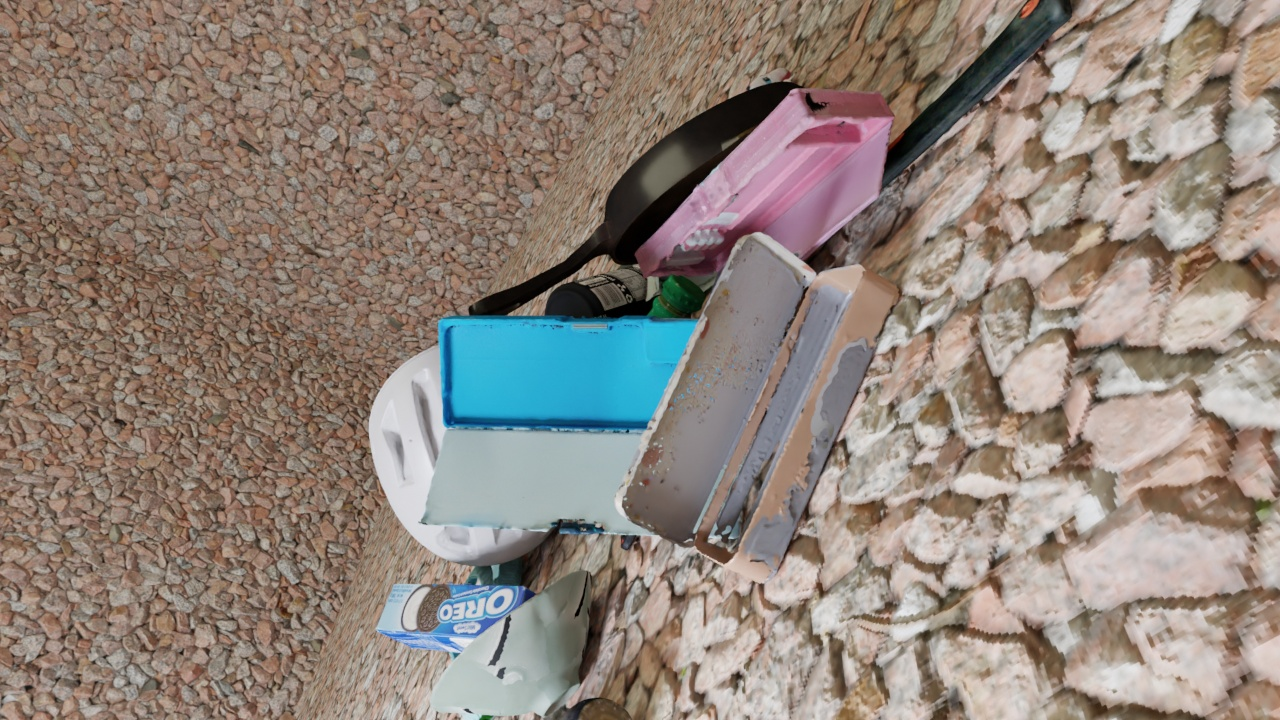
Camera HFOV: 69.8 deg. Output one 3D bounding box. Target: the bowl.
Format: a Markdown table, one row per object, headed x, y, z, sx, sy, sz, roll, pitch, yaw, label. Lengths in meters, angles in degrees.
| x | y | z | sx | sy | sz | roll | pitch | yaw | label |
| --- | --- | --- | --- | --- | --- | --- | --- | --- | --- |
| -0.086 | 0.258 | 0.767 | 0.174 | 0.068 | 0.174 | -36 | -22 | -18 | bowl |

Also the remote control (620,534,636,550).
| x | y | z | sx | sy | sz | roll | pitch | yaw | label |
| --- | --- | --- | --- | --- | --- | --- | --- | --- | --- |
| 0.017 | 0.100 | 0.803 | 0.141 | 0.021 | 0.045 | -63 | 7 | 14 | remote control |

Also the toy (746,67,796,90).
| x | y | z | sx | sy | sz | roll | pitch | yaw | label |
| --- | --- | --- | --- | --- | --- | --- | --- | --- | --- |
| 0.144 | -0.298 | 1.017 | 0.065 | 0.050 | 0.102 | -53 | 23 | 18 | toy |

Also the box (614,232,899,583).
| x | y | z | sx | sy | sz | roll | pitch | yaw | label |
| --- | --- | --- | --- | --- | --- | --- | --- | --- | --- |
| 0.085 | 0.030 | 0.603 | 0.108 | 0.095 | 0.216 | 17 | 78 | 49 | box |

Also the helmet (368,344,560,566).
| x | y | z | sx | sy | sz | roll | pitch | yaw | label |
| --- | --- | --- | --- | --- | --- | --- | --- | --- | --- |
| -0.178 | 0.100 | 1.027 | 0.184 | 0.223 | 0.283 | 38 | 136 | 52 | helmet |

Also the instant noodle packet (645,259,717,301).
| x | y | z | sx | sy | sz | roll | pitch | yaw | label |
| --- | --- | --- | --- | --- | --- | --- | --- | --- | --- |
| 0.068 | -0.169 | 1.044 | 0.147 | 0.057 | 0.268 | -33 | 25 | 26 | instant noodle packet |

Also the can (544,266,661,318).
| x | y | z | sx | sy | sz | roll | pitch | yaw | label |
| --- | --- | --- | --- | --- | --- | --- | --- | --- | --- |
| -0.033 | -0.056 | 1.002 | 0.145 | 0.080 | 0.080 | -23 | -25 | -53 | can |

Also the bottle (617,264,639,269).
| x | y | z | sx | sy | sz | roll | pitch | yaw | label |
| --- | --- | --- | --- | --- | --- | --- | --- | --- | --- |
| -0.011 | -0.089 | 1.139 | 0.109 | 0.060 | 0.060 | -46 | 22 | 47 | bottle |

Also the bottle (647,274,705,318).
| x | y | z | sx | sy | sz | roll | pitch | yaw | label |
| --- | --- | --- | --- | --- | --- | --- | --- | --- | --- |
| -0.006 | 0.006 | 0.946 | 0.210 | 0.068 | 0.068 | -56 | 16 | 24 | bottle |

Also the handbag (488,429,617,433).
| x | y | z | sx | sy | sz | roll | pitch | yaw | label |
| --- | --- | --- | --- | --- | --- | --- | --- | --- | --- |
| -0.086 | 0.052 | 0.835 | 0.195 | 0.198 | 0.101 | 160 | 133 | -82 | handbag |

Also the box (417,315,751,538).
| x | y | z | sx | sy | sz | roll | pitch | yaw | label |
| --- | --- | --- | --- | --- | --- | --- | --- | --- | --- |
| -0.038 | 0.048 | 0.700 | 0.063 | 0.244 | 0.174 | 53 | -141 | -72 | box |

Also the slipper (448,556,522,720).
| x | y | z | sx | sy | sz | roll | pitch | yaw | label |
| --- | --- | --- | --- | --- | --- | --- | --- | --- | --- |
| -0.184 | 0.301 | 1.040 | 0.116 | 0.069 | 0.276 | -62 | 15 | 15 | slipper |

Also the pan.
| x | y | z | sx | sy | sz | roll | pitch | yaw | label |
| --- | --- | --- | --- | --- | --- | --- | --- | --- | --- |
| 0.008 | -0.131 | 0.782 | 0.355 | 0.043 | 0.249 | -29 | -8 | -8 | pan |

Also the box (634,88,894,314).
| x | y | z | sx | sy | sz | roll | pitch | yaw | label |
| --- | --- | --- | --- | --- | --- | --- | --- | --- | --- |
| 0.099 | -0.101 | 0.710 | 0.233 | 0.099 | 0.098 | -39 | 65 | 50 | box |

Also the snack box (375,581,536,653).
| x | y | z | sx | sy | sz | roll | pitch | yaw | label |
| --- | --- | --- | --- | --- | --- | --- | --- | --- | --- |
| -0.183 | 0.268 | 0.949 | 0.227 | 0.059 | 0.059 | -10 | 50 | 41 | snack box |

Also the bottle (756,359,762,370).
| x | y | z | sx | sy | sz | roll | pitch | yaw | label |
| --- | --- | --- | --- | --- | --- | --- | --- | --- | --- |
| 0.066 | 0.005 | 0.764 | 0.042 | 0.042 | 0.110 | -66 | 14 | -12 | bottle |

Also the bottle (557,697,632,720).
| x | y | z | sx | sy | sz | roll | pitch | yaw | label |
| --- | --- | --- | --- | --- | --- | --- | --- | --- | --- |
| -0.061 | 0.296 | 0.657 | 0.161 | 0.056 | 0.056 | -51 | 19 | 36 | bottle |

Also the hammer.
| x | y | z | sx | sy | sz | roll | pitch | yaw | label |
| --- | --- | --- | --- | --- | --- | --- | --- | --- | --- |
| 0.174 | -0.137 | 0.673 | 0.334 | 0.033 | 0.132 | -47 | 20 | 44 | hammer |
